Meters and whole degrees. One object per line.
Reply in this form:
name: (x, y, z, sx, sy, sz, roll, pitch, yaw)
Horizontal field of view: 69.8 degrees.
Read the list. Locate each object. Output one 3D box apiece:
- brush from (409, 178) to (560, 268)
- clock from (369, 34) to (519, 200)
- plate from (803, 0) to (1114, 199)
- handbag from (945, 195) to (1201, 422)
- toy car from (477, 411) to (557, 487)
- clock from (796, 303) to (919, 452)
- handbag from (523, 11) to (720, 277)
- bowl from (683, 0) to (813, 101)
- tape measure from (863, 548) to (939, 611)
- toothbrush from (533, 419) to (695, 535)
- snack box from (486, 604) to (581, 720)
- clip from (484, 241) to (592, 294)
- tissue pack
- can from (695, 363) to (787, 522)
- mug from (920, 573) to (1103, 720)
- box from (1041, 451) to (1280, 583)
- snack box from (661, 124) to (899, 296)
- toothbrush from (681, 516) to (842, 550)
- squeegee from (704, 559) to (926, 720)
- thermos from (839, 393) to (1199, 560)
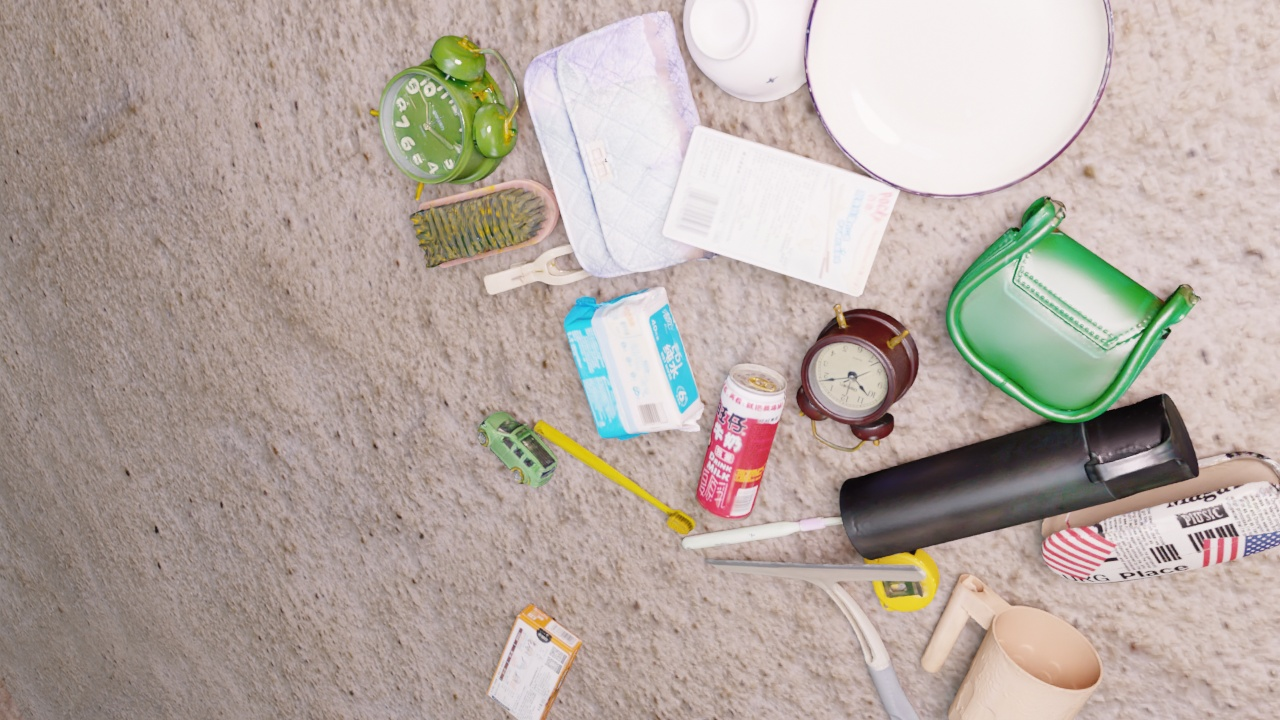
brush: (-0.134, -0.128, 0.832, 0.146, 0.072, 0.063, -9, 105, 29)
clock: (-0.168, -0.220, 0.823, 0.162, 0.056, 0.116, -23, 98, 36)
plate: (0.205, -0.203, 0.601, 0.192, 0.038, 0.193, 18, 129, 23)
handbag: (0.283, -0.033, 0.620, 0.131, 0.067, 0.120, 38, 123, 12)
toy car: (-0.124, 0.088, 0.933, 0.091, 0.043, 0.036, 41, 128, 8)
clock: (0.167, 0.017, 0.719, 0.082, 0.055, 0.122, 23, 122, 21)
handbag: (-0.010, -0.164, 0.738, 0.134, 0.075, 0.194, -10, 105, 31)
bowl: (0.072, -0.244, 0.658, 0.118, 0.064, 0.118, 14, 116, 31)
tape measure: (0.220, 0.184, 0.772, 0.057, 0.028, 0.060, -15, 102, 34)
toothbrush: (-0.029, 0.114, 0.901, 0.190, 0.016, 0.016, 32, 122, 16)
snack box: (-0.124, 0.355, 1.054, 0.075, 0.026, 0.154, 33, 124, 15)
clip: (-0.090, -0.084, 0.840, 0.097, 0.060, 0.034, -9, 105, 22)
tissue pack: (-0.005, 0.005, 0.813, 0.090, 0.063, 0.140, -10, 105, 32)
can: (0.086, 0.071, 0.791, 0.053, 0.053, 0.133, 23, 120, 21)
mug: (0.288, 0.250, 0.736, 0.124, 0.084, 0.104, 42, 131, 40)
box: (0.362, 0.123, 0.632, 0.164, 0.077, 0.075, -25, 101, 33)
snack box: (0.102, -0.111, 0.680, 0.157, 0.026, 0.085, 17, 107, 0)
toothbrush: (0.115, 0.157, 0.832, 0.190, 0.029, 0.020, -15, 59, 36)
squeegee: (0.205, 0.265, 0.810, 0.247, 0.039, 0.246, -16, 108, 54)
thermos: (0.263, 0.089, 0.671, 0.243, 0.089, 0.068, -25, 79, 36)
